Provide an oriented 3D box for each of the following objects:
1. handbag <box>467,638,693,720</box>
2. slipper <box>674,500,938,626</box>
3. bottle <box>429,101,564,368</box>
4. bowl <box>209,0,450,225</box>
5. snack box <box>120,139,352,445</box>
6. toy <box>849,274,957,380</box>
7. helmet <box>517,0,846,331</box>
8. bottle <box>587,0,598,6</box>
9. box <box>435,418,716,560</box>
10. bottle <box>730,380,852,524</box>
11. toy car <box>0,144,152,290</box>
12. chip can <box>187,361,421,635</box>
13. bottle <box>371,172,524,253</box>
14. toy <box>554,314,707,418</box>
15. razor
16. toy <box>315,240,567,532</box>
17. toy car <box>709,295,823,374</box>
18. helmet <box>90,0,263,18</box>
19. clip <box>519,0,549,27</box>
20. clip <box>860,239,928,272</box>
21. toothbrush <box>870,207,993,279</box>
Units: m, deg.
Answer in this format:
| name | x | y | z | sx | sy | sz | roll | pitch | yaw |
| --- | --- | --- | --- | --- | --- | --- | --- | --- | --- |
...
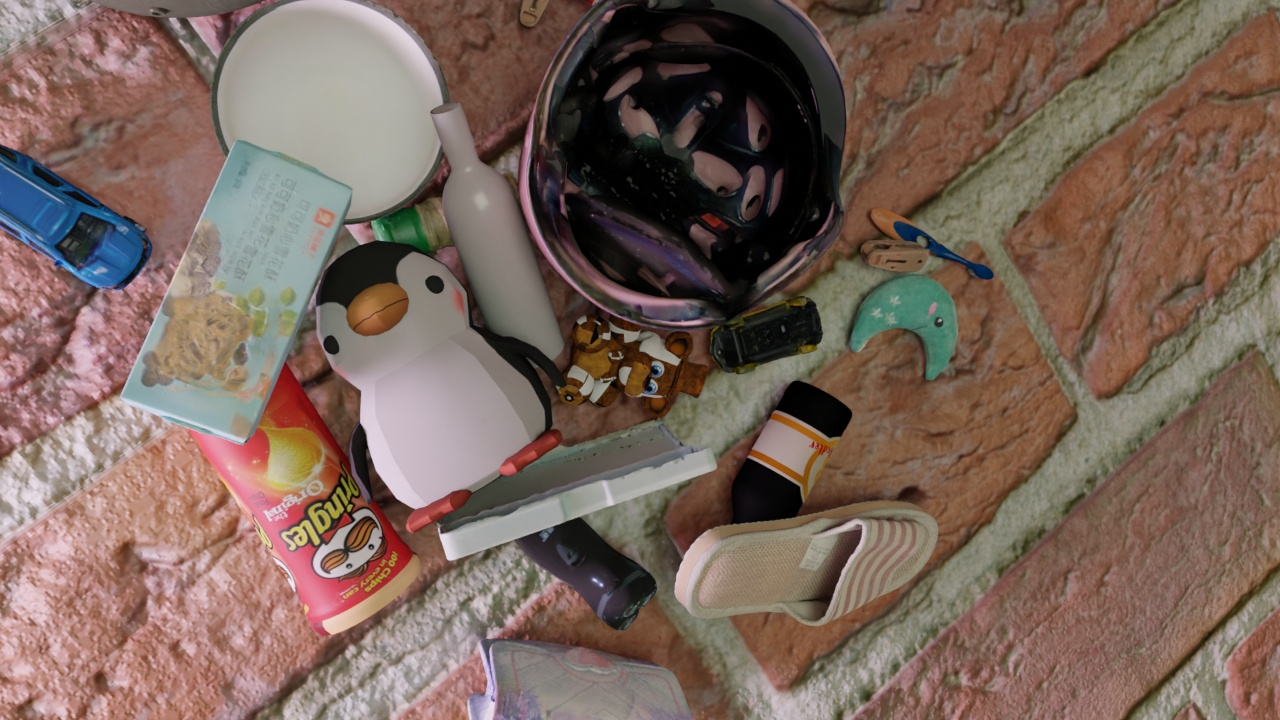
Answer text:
| name | x | y | z | sx | sy | sz | roll | pitch | yaw |
| --- | --- | --- | --- | --- | --- | --- | --- | --- | --- |
| handbag | -0.045 | 0.260 | 0.697 | 0.158 | 0.126 | 0.069 | 15 | 87 | -16 |
| slipper | 0.150 | 0.168 | 0.752 | 0.262 | 0.052 | 0.115 | 1 | 118 | -30 |
| bottle | -0.106 | -0.086 | 0.654 | 0.052 | 0.052 | 0.195 | -25 | 123 | -14 |
| bowl | -0.213 | -0.169 | 0.642 | 0.153 | 0.073 | 0.153 | -1 | 94 | -18 |
| snack box | -0.246 | -0.042 | 0.571 | 0.075 | 0.053 | 0.174 | 23 | 83 | -18 |
| toy | 0.241 | -0.033 | 0.813 | 0.105 | 0.033 | 0.085 | 20 | 99 | -18 |
| helmet | 0.028 | -0.145 | 0.675 | 0.230 | 0.153 | 0.255 | 34 | 83 | -14 |
| bottle | 0.012 | -0.274 | 0.719 | 0.141 | 0.042 | 0.042 | 10 | 91 | -17 |
| box | -0.054 | 0.094 | 0.677 | 0.197 | 0.136 | 0.044 | -16 | 100 | -15 |
| bottle | 0.108 | 0.108 | 0.767 | 0.059 | 0.059 | 0.181 | 32 | 85 | -17 |
| toy car | -0.390 | -0.093 | 0.609 | 0.120 | 0.044 | 0.056 | 36 | 83 | -17 |
| chip can | -0.246 | 0.081 | 0.645 | 0.087 | 0.087 | 0.213 | -31 | 101 | -13 |
| bottle | -0.142 | -0.106 | 0.685 | 0.111 | 0.043 | 0.043 | -22 | 100 | -15 |
| toy | -0.004 | 0.004 | 0.724 | 0.112 | 0.067 | 0.087 | 17 | 114 | -5 |
| razor | -0.049 | 0.155 | 0.721 | 0.140 | 0.064 | 0.053 | 41 | 80 | -12 |
| toy | -0.152 | 0.004 | 0.648 | 0.159 | 0.140 | 0.184 | -31 | 96 | -4 |
| toy car | 0.106 | -0.021 | 0.772 | 0.106 | 0.030 | 0.049 | -16 | 100 | -17 |
| helmet | -0.299 | -0.304 | 0.560 | 0.267 | 0.154 | 0.226 | -3 | 77 | -16 |
| clip | -0.077 | -0.282 | 0.694 | 0.026 | 0.061 | 0.049 | 23 | 60 | -18 |
| clip | 0.222 | -0.090 | 0.800 | 0.061 | 0.049 | 0.026 | 26 | 125 | 11 |
| toothbrush | 0.260 | -0.103 | 0.822 | 0.135 | 0.017 | 0.021 | 24 | 83 | -15 |
